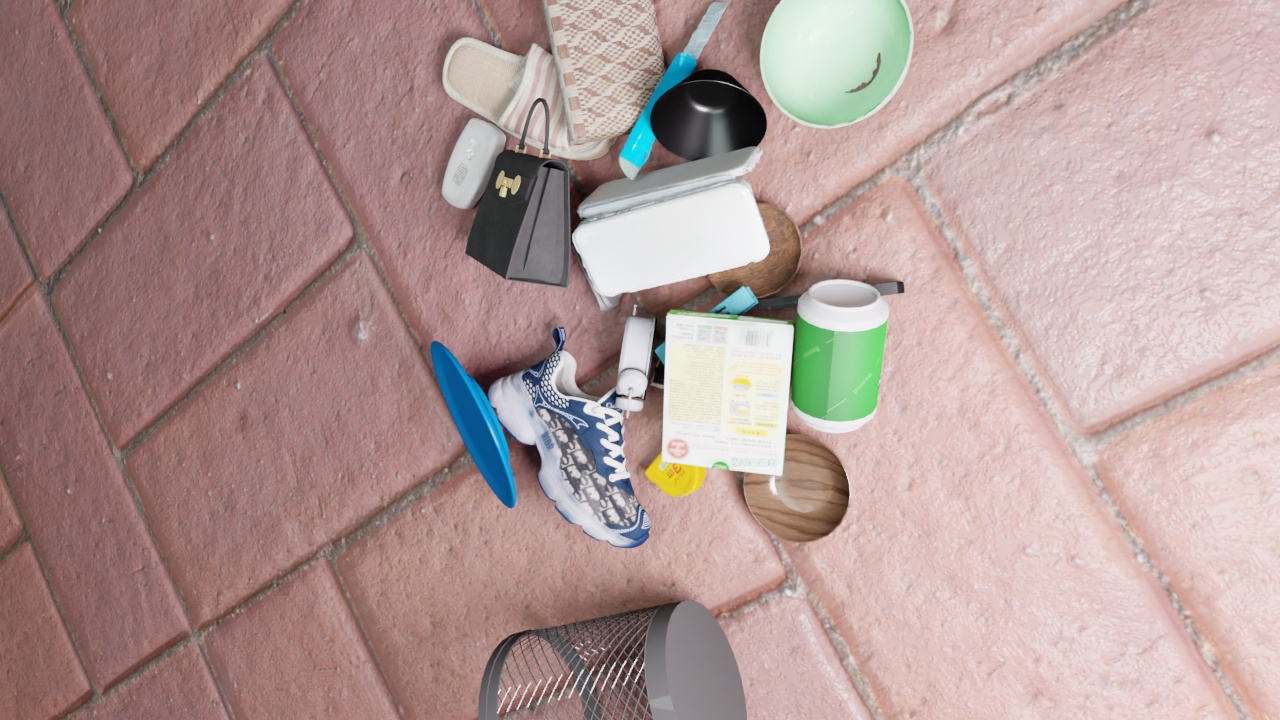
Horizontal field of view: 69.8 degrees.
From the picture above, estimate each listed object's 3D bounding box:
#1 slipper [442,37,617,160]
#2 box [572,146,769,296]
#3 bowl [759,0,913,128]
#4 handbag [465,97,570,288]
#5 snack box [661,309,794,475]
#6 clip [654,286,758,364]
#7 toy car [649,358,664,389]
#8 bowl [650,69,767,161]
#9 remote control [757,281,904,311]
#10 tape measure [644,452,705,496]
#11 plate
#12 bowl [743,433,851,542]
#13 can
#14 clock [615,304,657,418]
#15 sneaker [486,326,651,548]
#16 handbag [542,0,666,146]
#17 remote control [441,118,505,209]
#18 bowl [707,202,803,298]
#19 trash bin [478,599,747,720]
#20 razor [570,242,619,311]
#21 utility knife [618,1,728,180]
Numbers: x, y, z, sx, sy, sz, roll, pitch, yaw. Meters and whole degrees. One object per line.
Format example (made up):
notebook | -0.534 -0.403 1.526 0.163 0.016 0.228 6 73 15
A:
slipper | -0.140 -0.323 1.104 0.263 0.052 0.115 28 108 22
box | 0.042 -0.150 1.002 0.211 0.128 0.105 -7 120 28
bowl | 0.202 -0.304 0.916 0.151 0.076 0.151 3 97 27
handbag | -0.129 -0.199 1.048 0.176 0.072 0.196 33 114 61
snack box | 0.090 0.034 0.967 0.132 0.027 0.168 6 109 12
clip | 0.071 -0.032 1.019 0.122 0.120 0.033 -33 79 -7
toy car | 0.069 0.026 1.041 0.113 0.039 0.039 14 76 24
bowl | 0.075 -0.273 0.985 0.124 0.124 0.052 -9 58 27
remote control | 0.199 -0.067 0.966 0.150 0.034 0.013 -6 92 27
tape measure | 0.047 0.127 1.067 0.059 0.030 0.068 45 115 16
plate | -0.197 0.075 1.123 0.224 0.024 0.225 51 156 33
bowl | 0.174 0.136 1.001 0.119 0.032 0.119 3 97 27
can | 0.199 -0.004 0.923 0.088 0.087 0.140 14 122 25
clock | -0.006 0.006 1.035 0.035 0.095 0.122 9 61 0
sneaker | -0.060 0.092 1.087 0.133 0.103 0.269 -44 72 17
handbag | -0.035 -0.339 1.033 0.124 0.047 0.186 -11 89 -4
remote control | -0.213 -0.247 1.162 0.060 0.028 0.114 33 109 20
bowl | 0.126 -0.118 1.003 0.114 0.026 0.102 -13 88 27
trash bin | -0.024 0.390 1.033 0.228 0.217 0.217 -22 85 23
razor | -0.014 -0.123 1.069 0.116 0.047 0.088 -29 82 19
utility knife | 0.036 -0.299 1.006 0.031 0.015 0.220 31 92 -8
